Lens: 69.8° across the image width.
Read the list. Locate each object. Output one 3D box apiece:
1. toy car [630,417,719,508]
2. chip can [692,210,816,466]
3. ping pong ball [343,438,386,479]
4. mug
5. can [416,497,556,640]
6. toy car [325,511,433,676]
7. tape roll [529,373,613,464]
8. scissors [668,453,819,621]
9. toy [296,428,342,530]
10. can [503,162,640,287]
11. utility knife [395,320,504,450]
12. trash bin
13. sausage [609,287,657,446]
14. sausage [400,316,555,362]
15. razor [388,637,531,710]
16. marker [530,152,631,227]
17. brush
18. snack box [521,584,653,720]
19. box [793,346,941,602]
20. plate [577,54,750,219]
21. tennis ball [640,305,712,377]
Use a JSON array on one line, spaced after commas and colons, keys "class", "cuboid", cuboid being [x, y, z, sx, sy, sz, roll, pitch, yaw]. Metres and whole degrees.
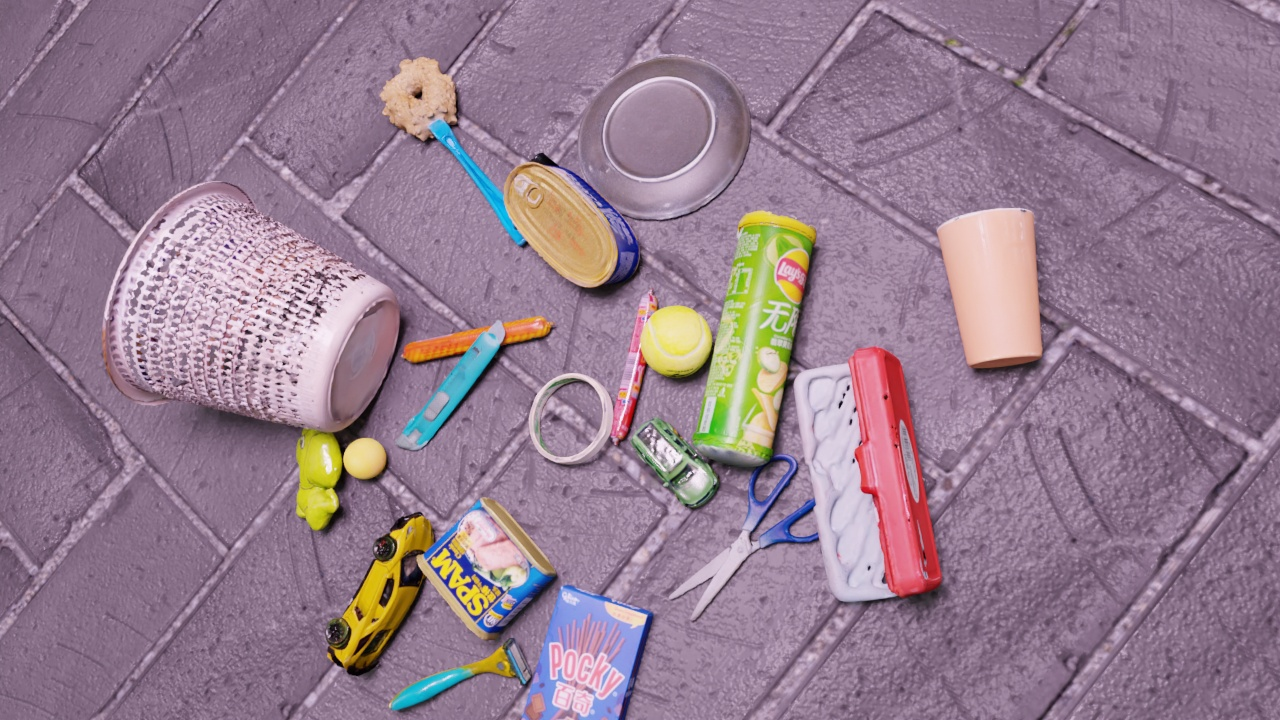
[{"class": "toy car", "cuboid": [0.030, 0.091, 0.827, 0.043, 0.036, 0.091, -45, 75, 0]}, {"class": "chip can", "cuboid": [0.101, -0.017, 0.813, 0.073, 0.072, 0.221, 11, 80, 16]}, {"class": "ping pong ball", "cuboid": [-0.270, 0.096, 0.900, 0.040, 0.040, 0.040, -3, 76, 14]}, {"class": "mug", "cuboid": [0.298, -0.058, 0.774, 0.078, 0.078, 0.122, -6, 81, 13]}, {"class": "can", "cuboid": [-0.139, 0.188, 0.837, 0.083, 0.057, 0.102, -45, 71, -1]}, {"class": "toy car", "cuboid": [-0.235, 0.214, 0.847, 0.041, 0.071, 0.155, 24, 84, 20]}, {"class": "tape roll", "cuboid": [-0.066, 0.055, 0.861, 0.086, 0.014, 0.085, -8, 72, 25]}, {"class": "scissors", "cuboid": [0.103, 0.164, 0.803, 0.141, 0.012, 0.170, 12, 82, 17]}, {"class": "toy", "cuboid": [-0.318, 0.112, 0.907, 0.097, 0.031, 0.100, 24, 101, 43]}, {"class": "can", "cuboid": [-0.066, -0.131, 0.882, 0.148, 0.049, 0.075, 45, 116, 17]}, {"class": "utility knife", "cuboid": [-0.184, 0.027, 0.897, 0.029, 0.013, 0.164, 39, 98, 5]}, {"class": "trash bin", "cuboid": [-0.348, -0.033, 0.873, 0.192, 0.227, 0.227, 20, 83, 5]}, {"class": "sausage", "cuboid": [-0.005, 0.005, 0.863, 0.020, 0.020, 0.155, 11, 80, 16]}, {"class": "sausage", "cuboid": [-0.163, -0.020, 0.909, 0.165, 0.021, 0.021, -11, 75, 12]}, {"class": "razor", "cuboid": [-0.167, 0.291, 0.834, 0.132, 0.028, 0.043, -22, 104, 6]}, {"class": "marker", "cuboid": [-0.060, -0.164, 0.916, 0.132, 0.022, 0.020, 43, 124, 19]}, {"class": "brush", "cuboid": [-0.187, -0.217, 0.956, 0.083, 0.046, 0.254, -38, 75, -1]}, {"class": "snack box", "cuboid": [-0.051, 0.286, 0.806, 0.084, 0.026, 0.157, 13, 81, 18]}, {"class": "box", "cuboid": [0.182, 0.097, 0.766, 0.099, 0.095, 0.201, -15, 75, 28]}, {"class": "plate", "cuboid": [0.020, -0.226, 0.908, 0.179, 0.024, 0.179, -3, 77, 14]}, {"class": "tennis ball", "cuboid": [0.033, -0.017, 0.835, 0.065, 0.065, 0.065, -3, 76, 14]}]
